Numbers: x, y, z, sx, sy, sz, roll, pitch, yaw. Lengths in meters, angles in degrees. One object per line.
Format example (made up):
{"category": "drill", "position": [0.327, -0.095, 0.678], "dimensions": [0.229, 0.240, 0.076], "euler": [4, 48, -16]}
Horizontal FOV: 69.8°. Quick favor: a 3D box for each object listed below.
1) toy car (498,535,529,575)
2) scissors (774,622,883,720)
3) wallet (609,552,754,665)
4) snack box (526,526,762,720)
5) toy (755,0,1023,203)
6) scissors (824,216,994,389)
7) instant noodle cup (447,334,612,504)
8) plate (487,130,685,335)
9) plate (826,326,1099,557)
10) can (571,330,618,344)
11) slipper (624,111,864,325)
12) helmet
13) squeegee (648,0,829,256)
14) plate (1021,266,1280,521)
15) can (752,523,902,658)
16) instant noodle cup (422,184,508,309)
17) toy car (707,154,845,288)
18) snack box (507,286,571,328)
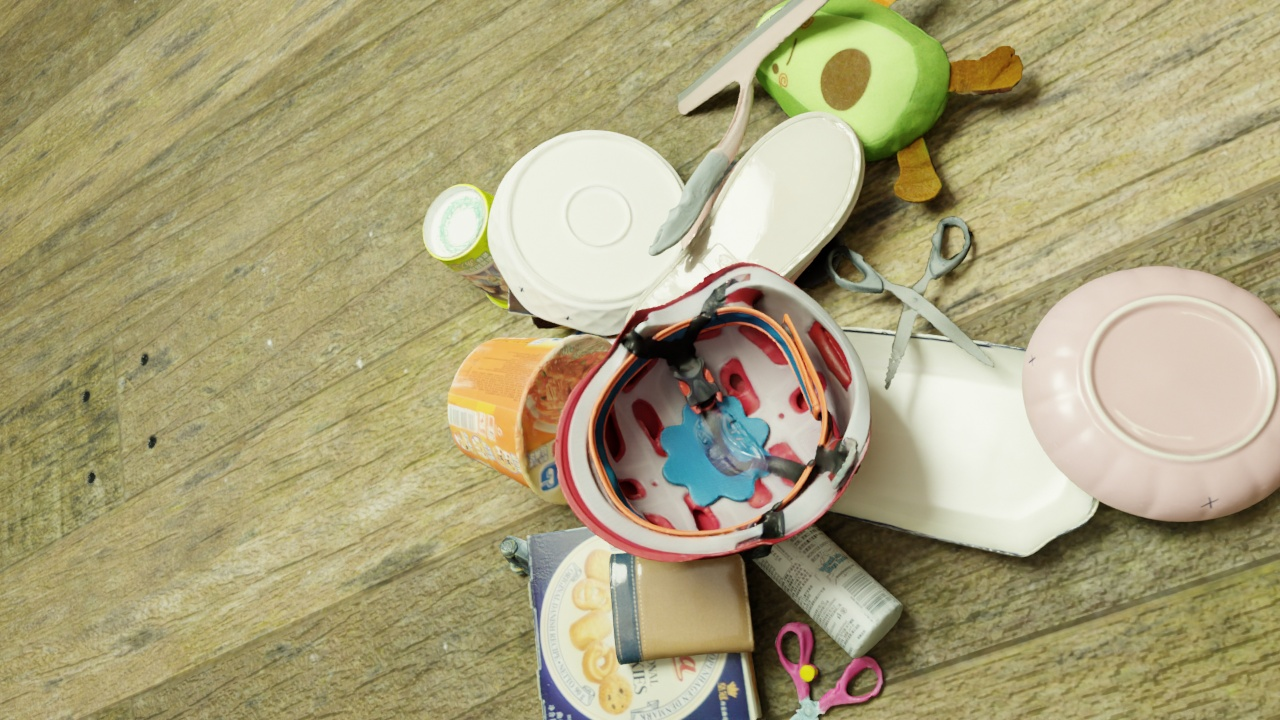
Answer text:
{"category": "toy car", "position": [-0.096, 0.194, 0.882], "dimensions": [0.091, 0.043, 0.034], "euler": [17, 58, 27]}
{"category": "scissors", "position": [0.147, 0.283, 0.747], "dimensions": [0.118, 0.017, 0.133], "euler": [-4, 79, 23]}
{"category": "wallet", "position": [0.033, 0.199, 0.755], "dimensions": [0.115, 0.033, 0.090], "euler": [-8, 74, 9]}
{"category": "snack box", "position": [-0.001, 0.228, 0.796], "dimensions": [0.183, 0.046, 0.177], "euler": [-12, 71, 9]}
{"category": "toy", "position": [0.193, -0.250, 0.815], "dimensions": [0.247, 0.089, 0.227], "euler": [38, 109, 30]}
{"category": "scissors", "position": [0.231, -0.053, 0.762], "dimensions": [0.159, 0.014, 0.178], "euler": [-39, 56, -6]}
{"category": "instant noodle cup", "position": [-0.094, 0.045, 0.832], "dimensions": [0.112, 0.151, 0.151], "euler": [10, 81, 38]}
{"category": "plate", "position": [-0.042, -0.129, 0.871], "dimensions": [0.205, 0.046, 0.204], "euler": [2, 76, -6]}
{"category": "plate", "position": [0.234, 0.062, 0.746], "dimensions": [0.266, 0.034, 0.162], "euler": [8, 80, 29]}
{"category": "can", "position": [-0.005, 0.005, 0.876], "dimensions": [0.135, 0.053, 0.053], "euler": [9, 81, 29]}
{"category": "slipper", "position": [0.091, -0.097, 0.808], "dimensions": [0.114, 0.054, 0.274], "euler": [42, 100, 16]}
{"category": "helmet", "position": [0.060, 0.060, 0.723], "dimensions": [0.240, 0.144, 0.207], "euler": [-31, 68, -1]}
{"category": "squeegee", "position": [0.066, -0.186, 0.807], "dimensions": [0.248, 0.040, 0.249], "euler": [-19, 42, 59]}
{"category": "plate", "position": [0.377, 0.016, 0.654], "dimensions": [0.192, 0.039, 0.192], "euler": [-4, 71, 12]}
{"category": "can", "position": [0.141, 0.171, 0.753], "dimensions": [0.147, 0.058, 0.058], "euler": [42, 98, 30]}
{"category": "instant noodle cup", "position": [-0.156, -0.123, 0.948], "dimensions": [0.112, 0.123, 0.111], "euler": [-8, 73, 26]}
{"category": "toy car", "position": [0.120, -0.128, 0.850], "dimensions": [0.158, 0.042, 0.070], "euler": [44, 101, 18]}
{"category": "snack box", "position": [-0.064, -0.091, 0.905], "dimensions": [0.125, 0.053, 0.113], "euler": [1, 75, 0]}
